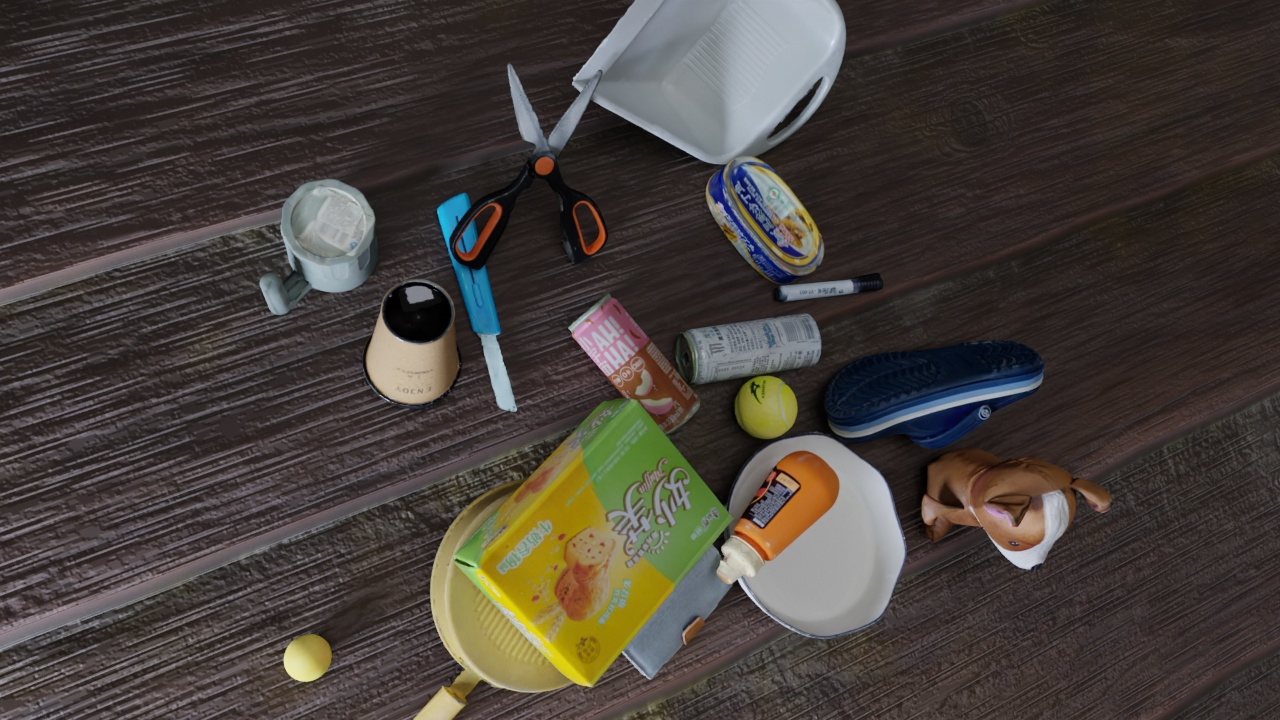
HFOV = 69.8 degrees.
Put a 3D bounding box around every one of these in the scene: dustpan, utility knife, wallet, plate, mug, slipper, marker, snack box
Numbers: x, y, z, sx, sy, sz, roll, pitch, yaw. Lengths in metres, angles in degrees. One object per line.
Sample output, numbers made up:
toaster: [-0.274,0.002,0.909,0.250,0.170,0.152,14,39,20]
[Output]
dustpan: [0.096,-0.295,0.898,0.142,0.257,0.223,46,110,6]
utility knife: [-0.158,-0.056,0.910,0.034,0.018,0.223,-15,89,-18]
wallet: [0.037,0.246,0.893,0.129,0.106,0.037,-44,52,-13]
plate: [0.175,0.179,0.944,0.204,0.046,0.204,7,69,-19]
mug: [-0.294,-0.097,0.831,0.083,0.103,0.123,41,74,-8]
slipper: [0.314,0.042,0.995,0.252,0.105,0.095,-14,114,-11]
marker: [0.209,-0.081,1.015,0.130,0.018,0.022,-6,100,-17]
snack box: [-0.039,0.159,0.831,0.209,0.070,0.157,-45,106,-22]

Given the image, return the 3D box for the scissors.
scissors: [-0.096,-0.169,0.871,0.221,0.021,0.232,-40,137,7]

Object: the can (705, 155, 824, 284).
can: [0.134,-0.150,0.986,0.074,0.049,0.148,-40,95,-16]

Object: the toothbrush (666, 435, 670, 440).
toothbrush: [-0.049,0.122,0.919,0.191,0.018,0.016,-29,92,-17]

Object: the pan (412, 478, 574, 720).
pan: [-0.147,0.273,0.853,0.197,0.078,0.356,41,70,-19]

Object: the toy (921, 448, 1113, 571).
toy: [0.372,0.151,0.940,0.140,0.200,0.130,-15,84,-16]

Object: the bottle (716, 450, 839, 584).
bottle: [0.126,0.154,0.877,0.149,0.067,0.067,-44,96,-19]

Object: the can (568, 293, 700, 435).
can: [-0.005,0.005,0.924,0.057,0.058,0.147,-42,95,-16]

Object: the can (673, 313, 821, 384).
can: [0.113,-0.012,0.959,0.146,0.058,0.058,-9,86,-16]

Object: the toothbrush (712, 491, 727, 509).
toothbrush: [0.091,0.151,0.954,0.186,0.017,0.012,31,67,-11]

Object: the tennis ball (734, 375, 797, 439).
tennis ball: [0.130,0.049,0.953,0.065,0.065,0.065,2,83,-16]

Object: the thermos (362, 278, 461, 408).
thermos: [-0.205,-0.015,0.833,0.093,0.143,0.093,6,69,-15]

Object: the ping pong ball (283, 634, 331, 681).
ping pong ball: [-0.297,0.265,0.820,0.040,0.040,0.040,2,83,-16]
